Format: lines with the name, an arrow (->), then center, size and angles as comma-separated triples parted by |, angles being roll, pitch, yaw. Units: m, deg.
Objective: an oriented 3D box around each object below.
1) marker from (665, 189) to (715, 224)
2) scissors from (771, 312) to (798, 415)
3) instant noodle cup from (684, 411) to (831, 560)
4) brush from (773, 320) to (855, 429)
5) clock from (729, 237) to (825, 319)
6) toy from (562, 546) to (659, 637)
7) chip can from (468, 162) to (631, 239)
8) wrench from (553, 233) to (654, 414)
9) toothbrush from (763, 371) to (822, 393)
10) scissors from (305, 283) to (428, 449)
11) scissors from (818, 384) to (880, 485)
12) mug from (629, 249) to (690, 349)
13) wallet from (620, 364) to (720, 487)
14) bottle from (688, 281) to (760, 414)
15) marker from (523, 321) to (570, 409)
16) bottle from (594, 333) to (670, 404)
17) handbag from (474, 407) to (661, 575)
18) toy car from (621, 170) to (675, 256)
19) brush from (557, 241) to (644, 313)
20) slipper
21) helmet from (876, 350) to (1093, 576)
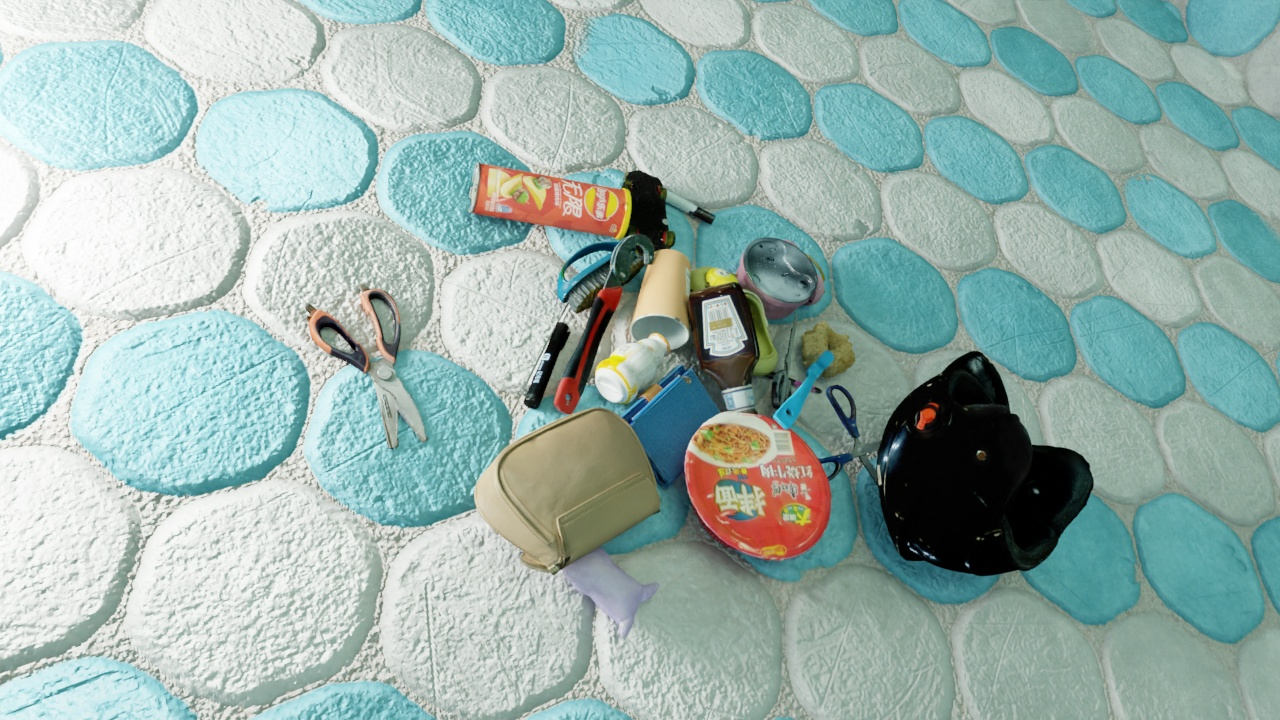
marker -> 0.053, -0.240, 1.378 | 0.130, 0.018, 0.022 | 27, 19, -5
scissors -> 0.198, -0.003, 1.241 | 0.136, 0.014, 0.174 | 6, 84, -65
instant noodle cup -> 0.133, 0.159, 1.115 | 0.193, 0.066, 0.193 | 10, 56, -16
brush -> 0.230, 0.021, 1.233 | 0.083, 0.046, 0.253 | 44, 37, 0
clock -> 0.206, -0.122, 1.338 | 0.158, 0.060, 0.117 | -22, 68, -31
toy -> -0.037, 0.241, 1.006 | 0.108, 0.039, 0.083 | 36, 40, 11
chip can -> -0.123, -0.219, 1.256 | 0.216, 0.073, 0.073 | 8, 55, -17
wrench -> -0.048, -0.054, 1.169 | 0.056, 0.016, 0.272 | 39, 62, -30
toothbrush -> 0.167, 0.014, 1.258 | 0.189, 0.018, 0.014 | 17, 47, -13
scissors -> -0.313, 0.003, 1.066 | 0.215, 0.015, 0.195 | 25, 52, -6
scissors -> 0.282, 0.110, 1.212 | 0.172, 0.012, 0.162 | -9, 84, -26
mug -> 0.033, -0.085, 1.224 | 0.078, 0.078, 0.122 | 17, 56, -11
wallet -> 0.040, 0.079, 1.139 | 0.132, 0.040, 0.106 | -41, 99, -38
bottle -> 0.116, 0.000, 1.182 | 0.080, 0.044, 0.195 | -13, 89, 16
marker -> -0.115, 0.005, 1.144 | 0.022, 0.020, 0.131 | 44, 45, -29
bottle -> -0.007, 0.007, 1.159 | 0.063, 0.063, 0.108 | 43, 53, 9
handbag -> -0.079, 0.143, 1.013 | 0.203, 0.100, 0.147 | -22, 70, -43
toy car -> 0.007, -0.208, 1.323 | 0.071, 0.041, 0.155 | 6, 58, -19
brush -> -0.059, -0.120, 1.227 | 0.073, 0.055, 0.143 | 45, 53, 10
slipper -> 0.131, -0.066, 1.247 | 0.091, 0.082, 0.190 | -8, 54, -37
helmet -> 0.407, 0.133, 1.141 | 0.233, 0.231, 0.274 | 25, 49, -44
